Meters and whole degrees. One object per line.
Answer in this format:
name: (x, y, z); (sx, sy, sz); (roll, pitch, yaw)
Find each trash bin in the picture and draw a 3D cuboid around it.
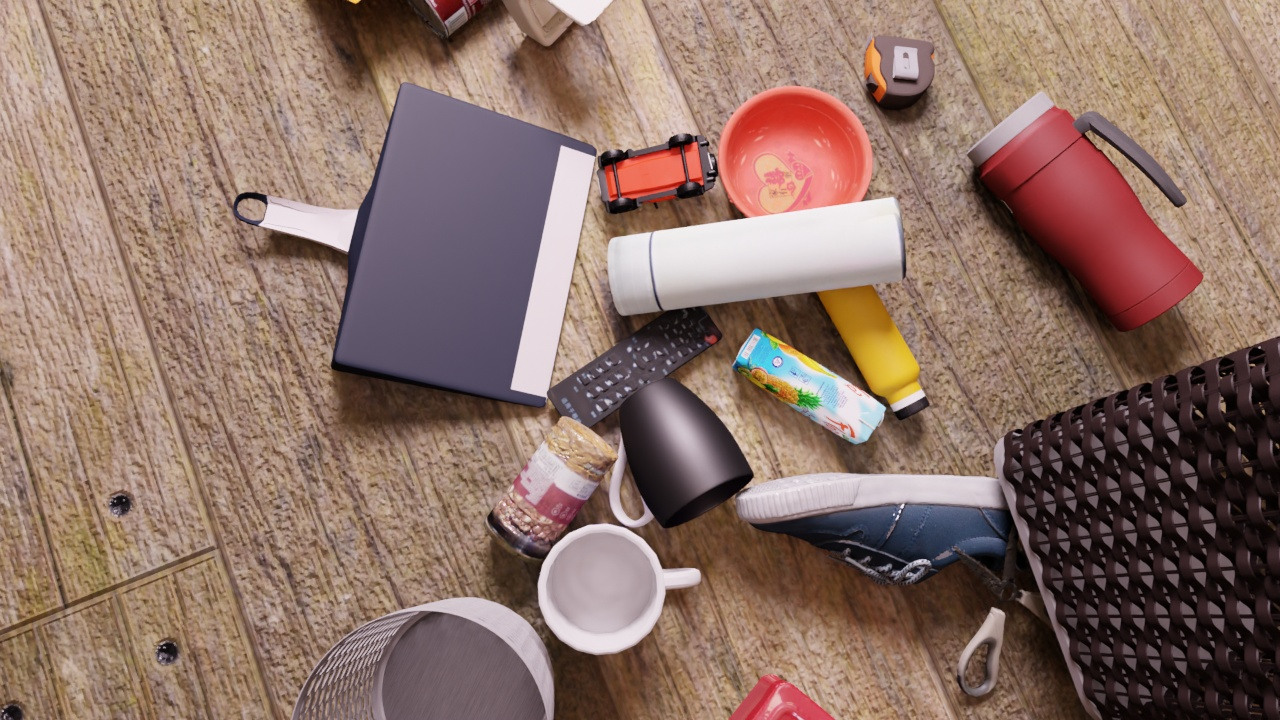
trash bin: (-0.135, 0.245, 0.638); (0.156, 0.183, 0.156); (0, 81, -2)

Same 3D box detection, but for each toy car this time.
toy car: (0.015, -0.156, 0.777); (0.100, 0.048, 0.051); (-11, 87, 11)

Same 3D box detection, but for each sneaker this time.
sneaker: (0.189, 0.133, 0.720); (0.235, 0.089, 0.087); (1, 85, -6)

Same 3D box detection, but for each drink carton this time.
drink carton: (0.138, 0.023, 0.755); (0.129, 0.044, 0.038); (32, 81, 5)

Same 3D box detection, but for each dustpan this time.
dustpan: (-0.197, -0.101, 0.768); (0.273, 0.080, 0.236); (14, 80, -20)

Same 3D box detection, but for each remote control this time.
remote control: (-0.005, 0.004, 0.765); (0.150, 0.022, 0.047); (-33, 83, -8)

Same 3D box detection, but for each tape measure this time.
tape measure: (0.227, -0.254, 0.806); (0.058, 0.038, 0.058); (8, 80, 0)

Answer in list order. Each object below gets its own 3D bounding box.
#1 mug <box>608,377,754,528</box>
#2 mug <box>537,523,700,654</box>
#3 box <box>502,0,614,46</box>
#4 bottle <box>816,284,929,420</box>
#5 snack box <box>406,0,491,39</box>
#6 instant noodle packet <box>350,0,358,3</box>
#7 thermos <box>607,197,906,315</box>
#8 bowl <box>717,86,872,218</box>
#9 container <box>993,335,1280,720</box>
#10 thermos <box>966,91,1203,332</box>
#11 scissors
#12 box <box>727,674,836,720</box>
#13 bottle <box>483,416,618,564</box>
mug: (0.016, 0.078, 0.731); (0.119, 0.084, 0.100); (-38, 70, 22)
mug: (-0.014, 0.170, 0.701); (0.121, 0.090, 0.091); (-3, 81, -2)
box: (-0.041, -0.337, 0.725); (0.105, 0.187, 0.143); (38, 87, 20)
bottle: (0.192, -0.020, 0.763); (0.043, 0.043, 0.143); (-27, 82, -6)
snack box: (-0.146, -0.344, 0.793); (0.121, 0.072, 0.072); (-42, 84, -7)
instant noodle packet: (-0.193, -0.393, 0.787); (0.220, 0.032, 0.160); (-44, 48, -8)
thermos: (0.090, -0.081, 0.731); (0.230, 0.068, 0.068); (-6, 80, 13)
bowl: (0.129, -0.164, 0.784); (0.130, 0.045, 0.130); (0, 81, -2)
container: (0.433, 0.108, 0.613); (0.246, 0.244, 0.245); (-13, 80, -28)
thermos: (0.374, -0.130, 0.757); (0.198, 0.108, 0.083); (51, 45, 4)
scissors: (0.288, 0.195, 0.716); (0.171, 0.012, 0.157); (19, 101, -22)
box: (0.122, 0.328, 0.675); (0.157, 0.087, 0.128); (40, 81, 9)
bottle: (-0.070, 0.101, 0.718); (0.056, 0.056, 0.105); (37, 94, 4)
